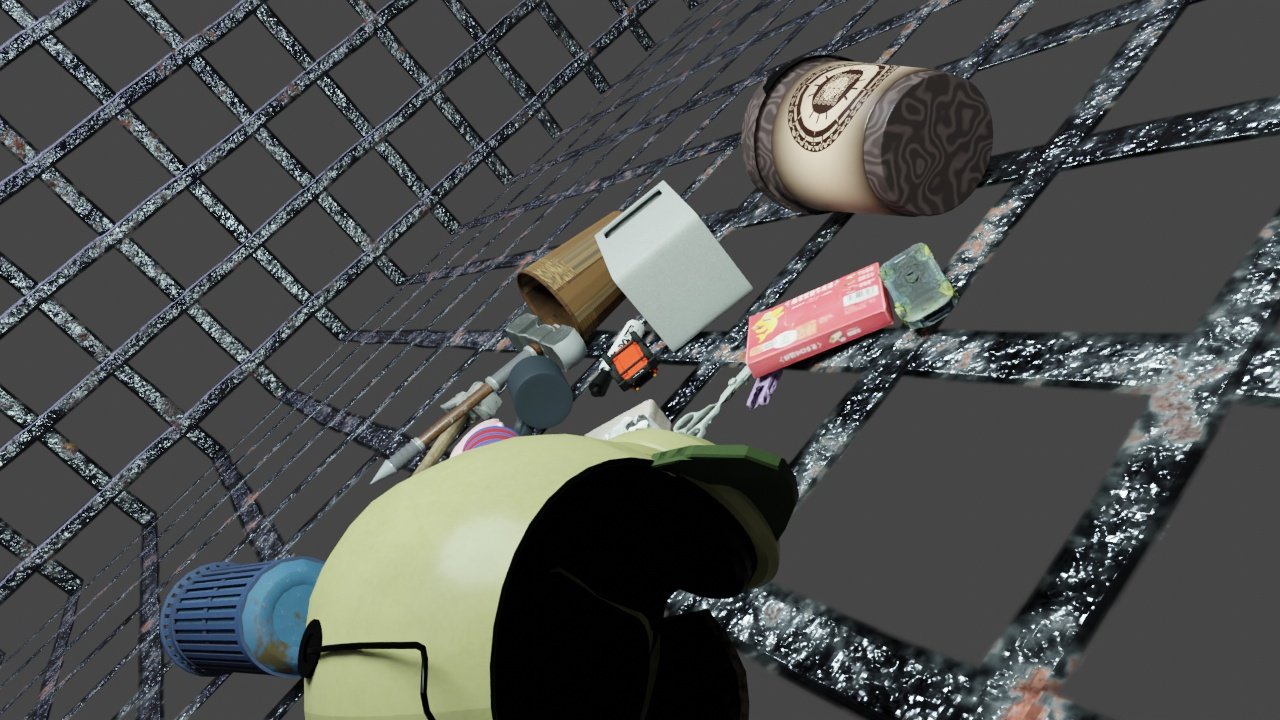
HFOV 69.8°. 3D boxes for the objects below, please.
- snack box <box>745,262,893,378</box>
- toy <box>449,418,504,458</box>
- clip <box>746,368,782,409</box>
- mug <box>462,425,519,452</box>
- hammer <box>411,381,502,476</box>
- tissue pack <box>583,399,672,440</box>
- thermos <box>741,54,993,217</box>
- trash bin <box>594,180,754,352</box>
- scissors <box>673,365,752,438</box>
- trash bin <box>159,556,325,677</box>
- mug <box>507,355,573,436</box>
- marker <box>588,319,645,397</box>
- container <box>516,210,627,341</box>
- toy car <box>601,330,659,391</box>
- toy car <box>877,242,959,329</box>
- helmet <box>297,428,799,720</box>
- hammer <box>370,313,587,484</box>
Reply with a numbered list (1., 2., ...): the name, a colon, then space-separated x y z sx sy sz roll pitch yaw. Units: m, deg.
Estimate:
1. snack box: 0.160 -0.037 0.835 0.133 0.021 0.089 -24 25 22
2. toy: -0.197 0.106 1.144 0.099 0.053 0.095 -35 19 16
3. clip: 0.115 0.023 0.830 0.053 0.013 0.037 -52 23 -22
4. mug: -0.168 0.137 1.024 0.112 0.075 0.076 -65 17 12
5. hammer: -0.298 0.157 1.237 0.122 0.049 0.317 -24 28 44
6. tissue pack: -0.025 0.104 0.838 0.104 0.071 0.181 -31 19 25
7. thermos: 0.227 -0.225 0.933 0.172 0.173 0.226 -43 27 -6
8. trash bin: 0.034 -0.121 1.115 0.114 0.114 0.228 -38 21 6
9. scissors: 0.083 0.035 0.860 0.172 0.014 0.090 -40 18 10
10. trash bin: -0.447 0.300 1.071 0.250 0.139 0.139 -17 31 44
11. mug: -0.131 0.053 1.131 0.105 0.071 0.077 -66 19 9
12. marker: -0.029 -0.002 1.110 0.025 0.025 0.125 -20 29 43
13. container: -0.068 -0.121 1.288 0.167 0.132 0.132 -42 20 -19
14. toy car: -0.006 0.006 1.020 0.051 0.049 0.100 -39 21 2
15. toy car: 0.232 -0.059 0.763 0.048 0.033 0.105 -31 27 18
16. helmet: -0.032 0.157 0.438 0.234 0.255 0.249 -18 29 40
17. hammer: -0.225 0.056 1.213 0.321 0.043 0.156 -41 33 -22
